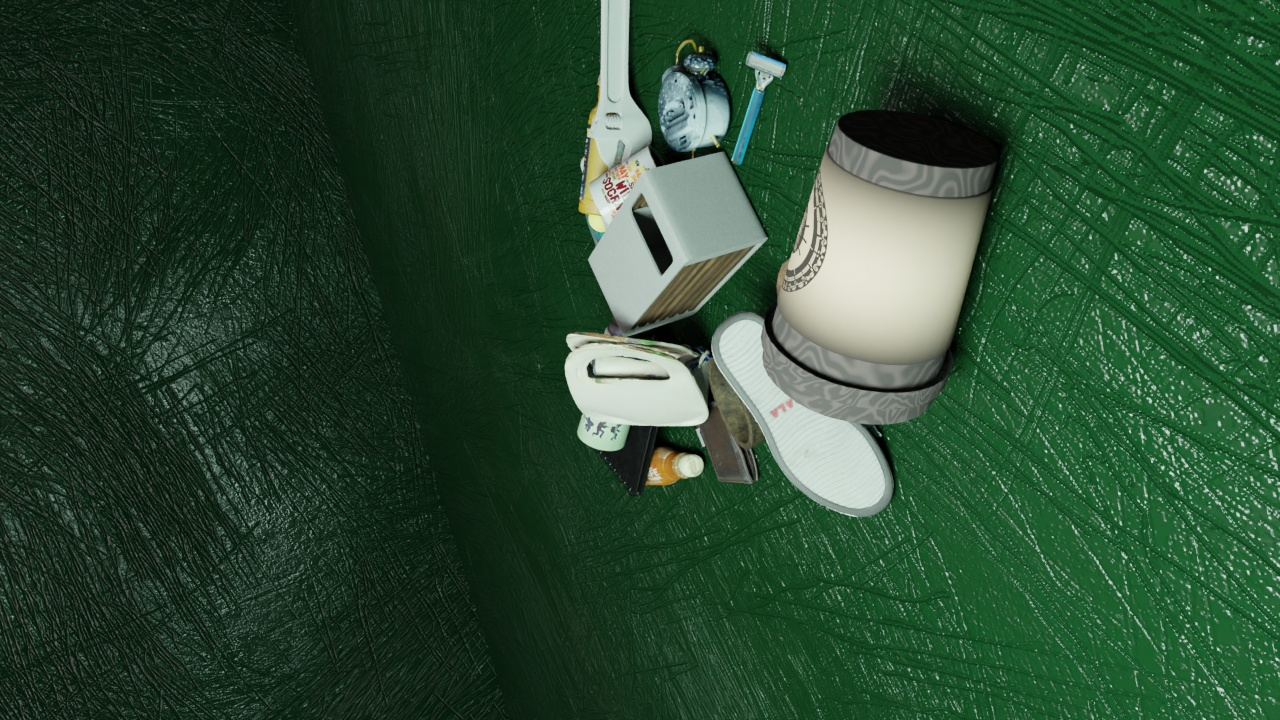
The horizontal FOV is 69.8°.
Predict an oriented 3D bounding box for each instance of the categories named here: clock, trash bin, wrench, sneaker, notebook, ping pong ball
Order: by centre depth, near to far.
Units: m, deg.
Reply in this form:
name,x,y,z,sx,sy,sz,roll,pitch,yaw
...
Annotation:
name,x,y,z,sx,sy,sz,roll,pitch,yaw
sneaker,0.180,0.057,1.017,0.263,0.097,0.128,52,-167,4
clock,0.058,-0.298,1.043,0.090,0.052,0.129,-3,100,64
trash bin,0.038,-0.136,1.125,0.114,0.114,0.229,65,154,11
wrench,-0.022,-0.379,1.151,0.018,0.086,0.273,30,123,54
ping pong ball,-0.056,-0.209,1.348,0.040,0.040,0.040,43,143,45
notebook,-0.034,0.091,1.451,0.231,0.019,0.169,43,126,56

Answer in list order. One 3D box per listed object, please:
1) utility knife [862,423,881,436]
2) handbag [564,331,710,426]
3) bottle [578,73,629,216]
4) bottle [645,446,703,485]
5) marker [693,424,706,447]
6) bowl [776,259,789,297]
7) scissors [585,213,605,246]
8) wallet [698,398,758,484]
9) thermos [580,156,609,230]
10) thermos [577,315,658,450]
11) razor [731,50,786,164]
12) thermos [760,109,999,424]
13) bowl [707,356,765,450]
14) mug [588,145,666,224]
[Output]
name,x,y,z,sx,sy,sz,roll,pitch,yaw
utility knife,0.224,0.036,0.994,0.119,0.015,0.022,55,152,24
handbag,-0.007,0.007,1.202,0.200,0.201,0.092,64,-149,-60
bottle,-0.046,-0.287,1.215,0.053,0.053,0.186,29,116,55
bottle,0.041,0.159,1.387,0.167,0.059,0.059,-14,94,63
marker,0.070,0.057,1.309,0.140,0.016,0.016,68,154,6
bowl,0.188,-0.059,0.982,0.102,0.026,0.114,22,127,57
scissors,-0.057,-0.187,1.391,0.132,0.019,0.148,54,149,33
wallet,0.113,0.109,1.245,0.099,0.031,0.120,-10,99,68
thermos,-0.023,-0.189,1.281,0.224,0.052,0.052,68,154,7
thermos,-0.027,0.018,1.346,0.082,0.082,0.232,43,124,45
razor,0.120,-0.268,0.985,0.042,0.022,0.144,25,146,8
thermos,0.205,-0.083,0.787,0.172,0.172,0.227,45,138,42
bowl,0.133,0.043,1.121,0.121,0.056,0.121,158,90,-80
mug,-0.005,-0.222,1.172,0.073,0.090,0.105,57,-163,-15
